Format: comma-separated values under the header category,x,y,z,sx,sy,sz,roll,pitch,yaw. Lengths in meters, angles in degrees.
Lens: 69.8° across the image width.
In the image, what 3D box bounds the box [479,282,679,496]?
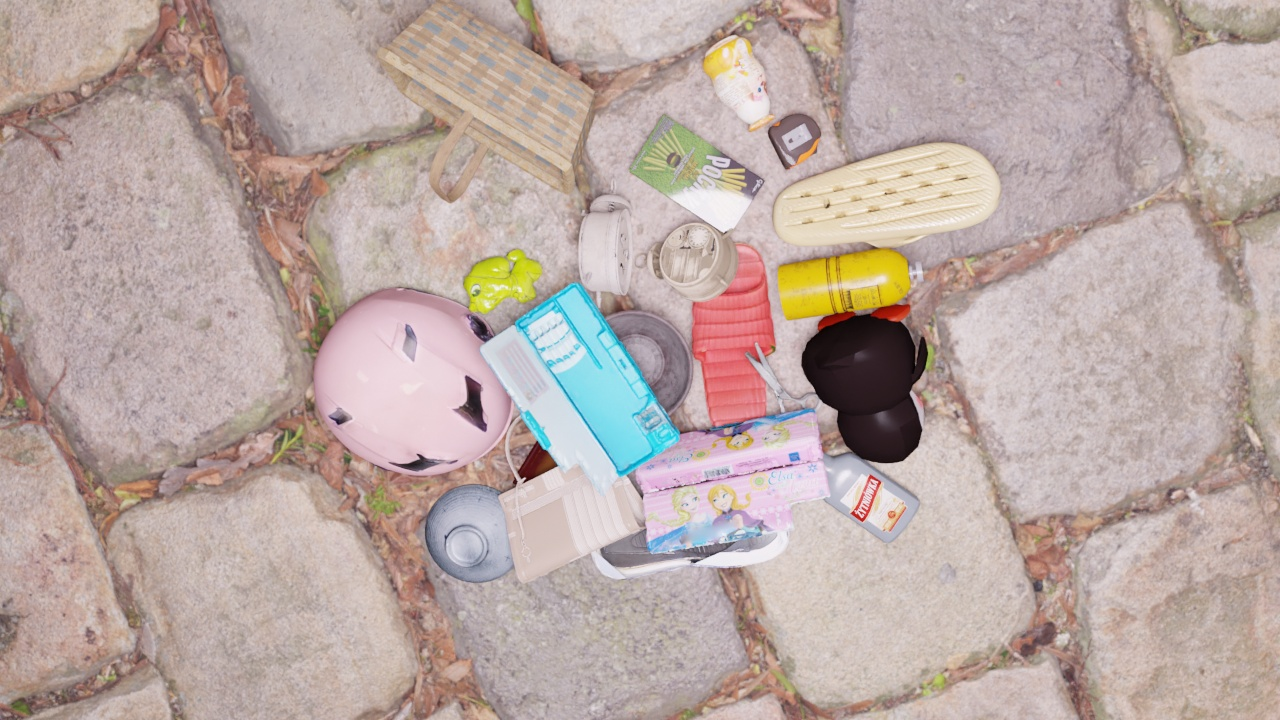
category,x,y,z,sx,sy,sz,roll,pitch,yaw
box,-0.075,0.042,1.081,0.169,0.085,0.227,-36,96,-27

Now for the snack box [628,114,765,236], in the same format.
category,x,y,z,sx,sy,sz,roll,pitch,yaw
snack box,0.069,-0.227,1.131,0.147,0.025,0.080,33,98,-2

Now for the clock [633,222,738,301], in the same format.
category,x,y,z,sx,sy,sz,roll,pitch,yaw
clock,0.050,-0.123,1.119,0.141,0.054,0.093,3,77,31

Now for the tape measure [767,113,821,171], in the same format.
category,x,y,z,sx,sy,sz,roll,pitch,yaw
tape measure,0.189,-0.268,1.112,0.059,0.038,0.058,-27,96,6

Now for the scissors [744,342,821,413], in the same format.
category,x,y,z,sx,sy,sz,roll,pitch,yaw
scissors,0.169,0.050,1.145,0.161,0.014,0.118,23,99,-29

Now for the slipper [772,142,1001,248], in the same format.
category,x,y,z,sx,sy,sz,roll,pitch,yaw
slipper,0.291,-0.188,1.102,0.262,0.079,0.111,-7,76,19

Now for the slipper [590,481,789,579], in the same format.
category,x,y,z,sx,sy,sz,roll,pitch,yaw
slipper,0.060,0.217,1.180,0.264,0.063,0.111,-15,93,17

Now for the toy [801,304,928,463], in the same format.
category,x,y,z,sx,sy,sz,roll,pitch,yaw
toy,0.275,0.046,1.105,0.159,0.139,0.184,-7,113,40

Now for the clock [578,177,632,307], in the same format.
category,x,y,z,sx,sy,sz,roll,pitch,yaw
clock,-0.044,-0.152,1.120,0.061,0.103,0.156,2,73,9

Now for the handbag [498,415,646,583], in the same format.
category,x,y,z,sx,sy,sz,roll,pitch,yaw
handbag,-0.106,0.155,1.169,0.176,0.062,0.198,-28,80,16

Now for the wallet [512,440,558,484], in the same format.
category,x,y,z,sx,sy,sz,roll,pitch,yaw
wallet,-0.096,0.152,1.201,0.115,0.018,0.091,32,99,2

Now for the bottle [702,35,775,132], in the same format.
category,x,y,z,sx,sy,sz,roll,pitch,yaw
bottle,0.121,-0.328,1.094,0.063,0.063,0.109,-28,94,6

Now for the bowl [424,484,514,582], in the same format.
category,x,y,z,sx,sy,sz,roll,pitch,yaw
bowl,-0.221,0.235,1.197,0.137,0.057,0.137,0,98,3

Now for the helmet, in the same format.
category,x,y,z,sx,sy,sz,roll,pitch,yaw
helmet,-0.280,0.035,1.131,0.255,0.152,0.230,43,95,-10

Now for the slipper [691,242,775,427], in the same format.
category,x,y,z,sx,sy,sz,roll,pitch,yaw
slipper,0.116,-0.021,1.142,0.103,0.059,0.249,-2,100,3

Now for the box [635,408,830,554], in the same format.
category,x,y,z,sx,sy,sz,roll,pitch,yaw
box,0.107,0.137,1.104,0.231,0.160,0.063,-13,137,13

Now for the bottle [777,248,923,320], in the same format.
category,x,y,z,sx,sy,sz,roll,pitch,yaw
bottle,0.253,-0.093,1.099,0.164,0.071,0.071,-8,98,18

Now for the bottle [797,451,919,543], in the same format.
category,x,y,z,sx,sy,sz,roll,pitch,yaw
bottle,0.269,0.159,1.166,0.161,0.046,0.072,35,98,-2

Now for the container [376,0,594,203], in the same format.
category,x,y,z,sx,sy,sz,roll,pitch,yaw
container,-0.188,-0.274,1.076,0.250,0.157,0.186,31,87,-2

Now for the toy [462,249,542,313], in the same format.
category,x,y,z,sx,sy,sz,roll,pitch,yaw
toy,-0.175,-0.099,1.154,0.093,0.036,0.094,16,76,5

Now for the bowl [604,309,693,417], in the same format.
category,x,y,z,sx,sy,sz,roll,pitch,yaw
bowl,-0.007,0.006,1.147,0.145,0.067,0.145,0,98,3
